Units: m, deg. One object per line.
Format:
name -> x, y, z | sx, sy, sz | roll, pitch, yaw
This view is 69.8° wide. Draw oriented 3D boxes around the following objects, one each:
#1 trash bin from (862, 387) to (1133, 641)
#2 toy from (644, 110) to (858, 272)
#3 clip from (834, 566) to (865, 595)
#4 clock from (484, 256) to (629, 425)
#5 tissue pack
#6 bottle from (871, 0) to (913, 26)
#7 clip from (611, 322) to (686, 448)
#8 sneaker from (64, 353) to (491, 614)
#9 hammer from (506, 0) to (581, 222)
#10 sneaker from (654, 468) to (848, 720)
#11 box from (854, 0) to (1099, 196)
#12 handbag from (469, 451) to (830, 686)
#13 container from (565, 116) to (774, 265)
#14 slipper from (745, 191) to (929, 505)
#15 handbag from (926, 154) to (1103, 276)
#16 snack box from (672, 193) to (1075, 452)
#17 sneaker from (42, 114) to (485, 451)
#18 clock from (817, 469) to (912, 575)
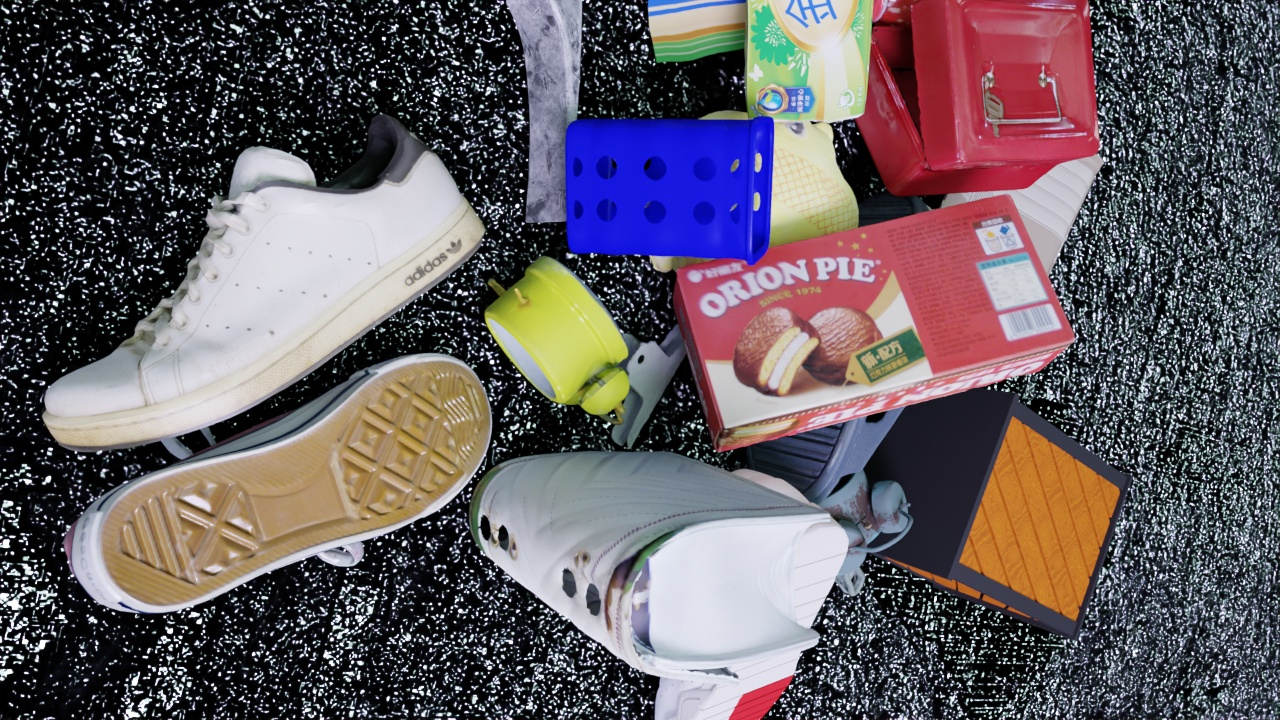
trash bin -> 0.266, 0.115, 0.740 | 0.171, 0.140, 0.139 | 28, 81, -31
toy -> 0.084, -0.109, 0.652 | 0.170, 0.064, 0.155 | 29, 94, -26
clip -> 0.166, 0.172, 0.753 | 0.023, 0.061, 0.076 | -54, 133, -14
clock -> -0.045, -0.008, 0.571 | 0.057, 0.083, 0.119 | -42, 112, -15
tissue pack -> 0.073, -0.258, 0.582 | 0.141, 0.120, 0.198 | 0, 117, 6
bottle -> 0.211, -0.284, 0.707 | 0.137, 0.062, 0.062 | -22, 107, -27
clip -> -0.003, 0.005, 0.639 | 0.054, 0.044, 0.101 | 42, 73, -40
sneaker -> -0.185, 0.063, 0.494 | 0.240, 0.088, 0.118 | -25, 96, -49
hammer -> -0.137, -0.189, 0.460 | 0.299, 0.037, 0.218 | -5, 98, -52
sneaker -> 0.054, 0.178, 0.654 | 0.090, 0.104, 0.237 | -6, 126, -35
box -> 0.246, -0.193, 0.693 | 0.157, 0.127, 0.137 | -7, 89, -29
handbag -> -0.002, 0.113, 0.544 | 0.141, 0.199, 0.096 | 1, 96, -31
container -> 0.019, -0.107, 0.565 | 0.084, 0.114, 0.085 | -42, 135, -69
slipper -> 0.163, -0.002, 0.697 | 0.082, 0.101, 0.263 | 36, 71, -37
handbag -> 0.279, -0.149, 0.780 | 0.198, 0.062, 0.175 | 34, 78, -21
snack box -> 0.148, -0.026, 0.609 | 0.236, 0.060, 0.113 | -14, 70, -5
sneaker -> -0.195, -0.050, 0.469 | 0.240, 0.089, 0.102 | -37, 121, -27
clock -> 0.143, 0.112, 0.673 | 0.089, 0.124, 0.053 | -34, 109, -25
